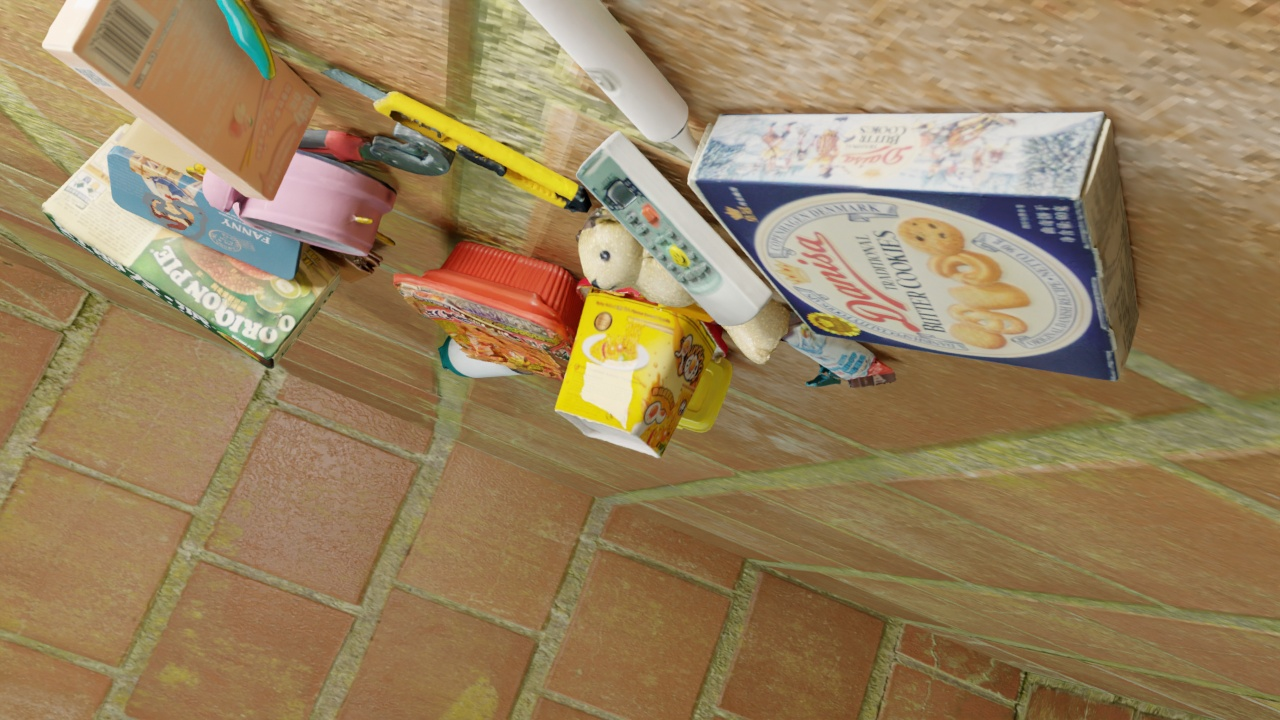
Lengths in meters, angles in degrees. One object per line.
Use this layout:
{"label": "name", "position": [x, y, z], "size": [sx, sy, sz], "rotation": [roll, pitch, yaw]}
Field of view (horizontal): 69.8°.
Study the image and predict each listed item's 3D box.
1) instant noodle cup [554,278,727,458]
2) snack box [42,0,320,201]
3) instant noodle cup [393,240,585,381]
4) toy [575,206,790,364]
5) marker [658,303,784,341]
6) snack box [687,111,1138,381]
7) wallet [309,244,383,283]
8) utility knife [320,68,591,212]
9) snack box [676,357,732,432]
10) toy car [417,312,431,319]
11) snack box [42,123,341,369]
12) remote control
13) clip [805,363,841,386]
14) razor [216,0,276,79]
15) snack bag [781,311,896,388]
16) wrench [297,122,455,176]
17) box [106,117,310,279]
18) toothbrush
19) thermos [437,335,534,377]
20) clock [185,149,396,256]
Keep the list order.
{"label": "instant noodle cup", "position": [-0.004, 0.004, 0.749], "size": [0.116, 0.123, 0.116], "rotation": [15, 165, 25]}
{"label": "snack box", "position": [-0.265, -0.171, 0.551], "size": [0.026, 0.084, 0.157], "rotation": [11, 163, 23]}
{"label": "instant noodle cup", "position": [-0.112, -0.041, 0.830], "size": [0.165, 0.079, 0.189], "rotation": [17, 164, 18]}
{"label": "toy", "position": [0.028, -0.050, 0.615], "size": [0.157, 0.066, 0.105], "rotation": [30, 160, -7]}
{"label": "marker", "position": [0.069, -0.031, 0.697], "size": [0.123, 0.015, 0.018], "rotation": [15, 173, -25]}
{"label": "snack box", "position": [0.144, -0.056, 0.467], "size": [0.183, 0.045, 0.178], "rotation": [10, 162, 36]}
{"label": "wallet", "position": [-0.334, -0.126, 0.930], "size": [0.131, 0.031, 0.108], "rotation": [33, 162, -26]}
{"label": "utility knife", "position": [-0.116, -0.140, 0.591], "size": [0.190, 0.015, 0.033], "rotation": [25, 163, -14]}
{"label": "snack box", "position": [0.035, 0.019, 0.857], "size": [0.091, 0.082, 0.080], "rotation": [21, 180, 5]}
{"label": "toy car", "position": [-0.193, -0.057, 0.963], "size": [0.091, 0.043, 0.036], "rotation": [14, 165, 29]}
{"label": "snack box", "position": [-0.420, -0.106, 0.877], "size": [0.240, 0.114, 0.063], "rotation": [35, 160, -10]}
{"label": "remote control", "position": [0.019, -0.074, 0.544], "size": [0.135, 0.019, 0.056], "rotation": [46, 161, -11]}
{"label": "clip", "position": [0.152, 0.011, 0.754], "size": [0.013, 0.034, 0.055], "rotation": [13, 180, 33]}
{"label": "razor", "position": [-0.241, -0.204, 0.507], "size": [0.043, 0.028, 0.132], "rotation": [40, 173, 29]}
{"label": "snack bag", "position": [0.143, -0.009, 0.687], "size": [0.104, 0.026, 0.048], "rotation": [29, 152, -31]}
{"label": "wrench", "position": [-0.240, -0.163, 0.685], "size": [0.274, 0.016, 0.056], "rotation": [12, 164, 32]}
{"label": "box", "position": [-0.368, -0.143, 0.816], "size": [0.184, 0.063, 0.090], "rotation": [25, 147, -10]}
{"label": "toothbrush", "position": [-0.003, -0.131, 0.437], "size": [0.027, 0.026, 0.221], "rotation": [24, 172, 42]}
{"label": "thermos", "position": [-0.166, -0.014, 1.044], "size": [0.073, 0.073, 0.225], "rotation": [28, 165, -24]}
{"label": "clock", "position": [-0.277, -0.129, 0.726], "size": [0.158, 0.060, 0.117], "rotation": [16, 177, -2]}
